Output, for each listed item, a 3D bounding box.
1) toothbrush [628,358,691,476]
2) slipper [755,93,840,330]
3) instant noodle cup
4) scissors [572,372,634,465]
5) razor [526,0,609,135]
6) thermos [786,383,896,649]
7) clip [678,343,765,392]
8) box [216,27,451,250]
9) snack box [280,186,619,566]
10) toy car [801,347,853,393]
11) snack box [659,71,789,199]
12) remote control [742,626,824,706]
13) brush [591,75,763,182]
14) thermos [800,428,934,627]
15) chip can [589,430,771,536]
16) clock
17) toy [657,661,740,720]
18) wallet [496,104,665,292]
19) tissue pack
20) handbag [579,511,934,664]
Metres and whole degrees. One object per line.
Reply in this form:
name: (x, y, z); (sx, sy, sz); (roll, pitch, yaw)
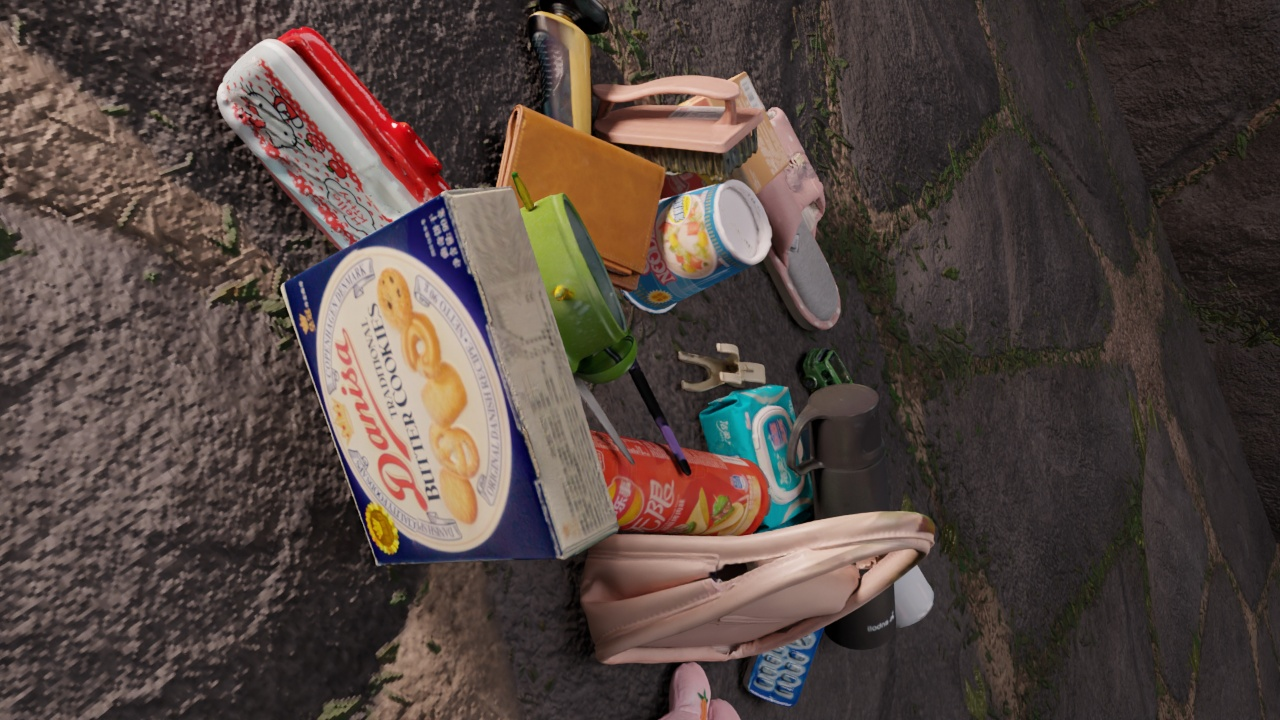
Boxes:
toothbrush: (-0.004, 0.004, 0.694); (0.014, 0.017, 0.189); (-4, 58, -45)
slipper: (0.150, -0.160, 0.936); (0.113, 0.055, 0.274); (-33, 103, -47)
instant noodle cup: (0.044, -0.099, 0.760); (0.099, 0.110, 0.099); (18, 65, -43)
scissors: (-0.051, 0.001, 0.650); (0.162, 0.012, 0.162); (44, 27, -1)
razor: (-0.054, -0.221, 0.734); (0.067, 0.062, 0.167); (-2, 84, -18)
thermos: (0.177, 0.144, 0.815); (0.090, 0.068, 0.243); (-17, 114, -15)
clip: (0.086, 0.008, 0.805); (0.104, 0.087, 0.035); (5, 74, -35)
box: (-0.150, -0.111, 0.557); (0.201, 0.100, 0.094); (52, 53, -25)
snack box: (-0.110, 0.020, 0.498); (0.045, 0.183, 0.178); (-21, 94, -46)
toy car: (0.199, 0.029, 0.948); (0.091, 0.036, 0.043); (60, 42, -21)
snack box: (0.061, -0.186, 0.817); (0.076, 0.095, 0.093); (-46, 112, -45)
remote control: (0.129, 0.227, 0.780); (0.049, 0.024, 0.125); (24, 84, -11)
brush: (0.022, -0.192, 0.739); (0.063, 0.146, 0.073); (-46, 136, -35)
thermos: (0.214, 0.163, 0.901); (0.220, 0.070, 0.070); (57, 44, -18)
chip can: (0.008, 0.095, 0.690); (0.216, 0.073, 0.073); (14, 68, -45)
clock: (-0.049, -0.045, 0.606); (0.161, 0.056, 0.116); (53, 15, -66)
toy: (0.034, 0.303, 0.672); (0.121, 0.054, 0.159); (53, 37, -23)
wallet: (-0.047, -0.113, 0.690); (0.130, 0.035, 0.119); (17, 82, -31)
tissue pack: (0.108, 0.090, 0.816); (0.093, 0.050, 0.133); (-16, 91, -50)
handbag: (0.093, 0.149, 0.642); (0.193, 0.235, 0.093); (15, 58, -45)
